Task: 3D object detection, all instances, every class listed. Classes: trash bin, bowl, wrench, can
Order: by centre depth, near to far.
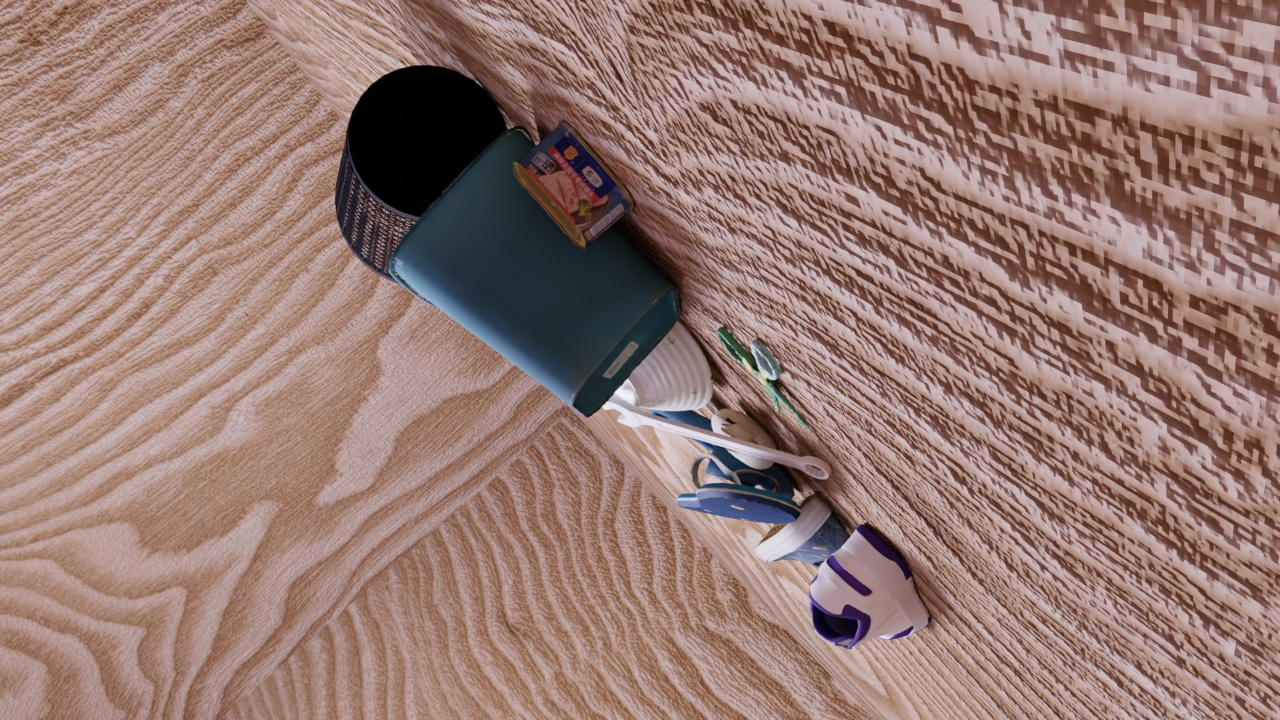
[{"bbox_3d":[-0.060,-0.154,0.814,0.100,0.059,0.054,48,172,1],"label":"can"},{"bbox_3d":[-0.091,-0.074,0.920,0.218,0.196,0.199,41,176,10],"label":"trash bin"},{"bbox_3d":[0.074,0.082,0.981,0.274,0.009,0.047,14,151,31],"label":"wrench"},{"bbox_3d":[-0.006,0.006,1.046,0.177,0.070,0.178,36,152,23],"label":"bowl"},{"bbox_3d":[-0.244,-0.211,1.050,0.217,0.216,0.243,49,165,-5],"label":"trash bin"}]

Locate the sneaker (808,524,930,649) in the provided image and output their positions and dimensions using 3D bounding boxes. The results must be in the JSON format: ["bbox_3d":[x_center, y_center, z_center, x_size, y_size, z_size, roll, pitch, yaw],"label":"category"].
[{"bbox_3d":[0.247,0.281,1.024,0.092,0.111,0.244,42,169,39],"label":"sneaker"}]

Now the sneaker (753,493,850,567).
[{"bbox_3d":[0.201,0.225,1.124,0.079,0.087,0.236,42,168,10],"label":"sneaker"}]

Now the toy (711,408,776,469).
[{"bbox_3d":[0.116,0.088,1.036,0.087,0.050,0.112,40,164,19],"label":"toy"}]

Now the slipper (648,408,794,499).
[{"bbox_3d":[0.097,0.117,1.149,0.214,0.059,0.104,32,170,15],"label":"slipper"}]

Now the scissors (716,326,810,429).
[{"bbox_3d":[0.115,0.013,0.839,0.125,0.011,0.128,48,172,9],"label":"scissors"}]

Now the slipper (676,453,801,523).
[{"bbox_3d":[0.110,0.149,1.057,0.118,0.060,0.295,18,167,-6],"label":"slipper"}]
